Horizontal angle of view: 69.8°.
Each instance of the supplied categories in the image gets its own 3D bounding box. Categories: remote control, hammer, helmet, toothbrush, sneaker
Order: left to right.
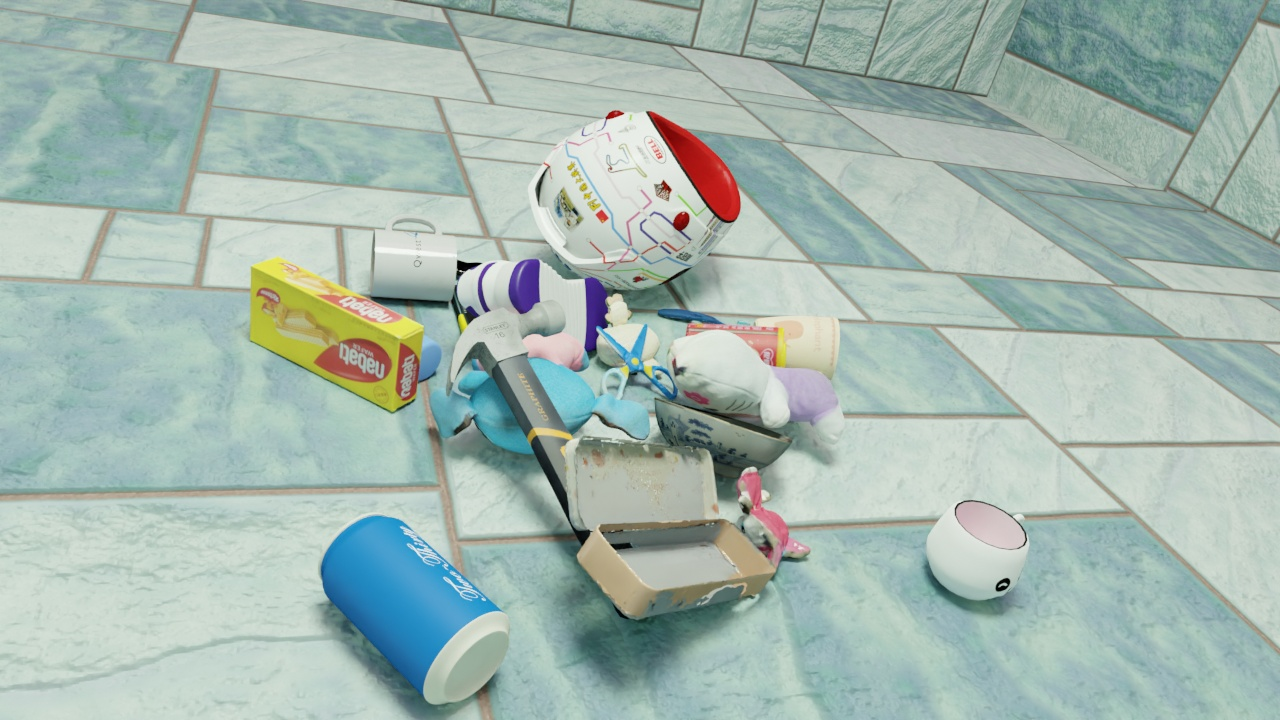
[{"bbox_3d":[-0.233,-0.124,1.224,0.140,0.021,0.045,16,19,-9],"label":"remote control"},{"bbox_3d":[-0.127,-0.063,1.090,0.111,0.091,0.244,1,-8,24],"label":"sneaker"},{"bbox_3d":[-0.068,0.084,0.828,0.139,0.035,0.312,-19,66,-33],"label":"hammer"},{"bbox_3d":[-0.015,-0.211,1.273,0.231,0.236,0.313,59,22,10],"label":"helmet"},{"bbox_3d":[0.088,-0.057,1.269,0.132,0.016,0.021,11,28,-6],"label":"toothbrush"}]

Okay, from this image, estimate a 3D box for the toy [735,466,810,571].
[{"bbox_3d":[0.114,0.156,0.886,0.065,0.050,0.102,-5,68,-52],"label":"toy"}]

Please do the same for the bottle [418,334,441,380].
[{"bbox_3d":[-0.284,-0.027,1.023,0.131,0.048,0.047,29,33,24],"label":"bottle"}]

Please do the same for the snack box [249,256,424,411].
[{"bbox_3d":[-0.322,-0.029,0.966,0.201,0.092,0.042,24,30,17],"label":"snack box"}]

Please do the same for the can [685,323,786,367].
[{"bbox_3d":[0.115,-0.010,1.121,0.124,0.067,0.066,3,28,9],"label":"can"}]

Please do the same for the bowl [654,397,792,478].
[{"bbox_3d":[0.078,0.086,0.956,0.151,0.057,0.150,18,1,0],"label":"bowl"}]

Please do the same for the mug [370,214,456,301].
[{"bbox_3d":[-0.286,-0.134,1.152,0.096,0.083,0.119,3,59,-20],"label":"mug"}]

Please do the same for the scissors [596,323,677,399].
[{"bbox_3d":[-0.011,0.008,1.079,0.125,0.014,0.130,45,50,0],"label":"scissors"}]

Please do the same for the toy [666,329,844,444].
[{"bbox_3d":[0.127,0.027,1.020,0.209,0.085,0.137,19,8,-22],"label":"toy"}]

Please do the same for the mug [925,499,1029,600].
[{"bbox_3d":[0.338,0.185,0.903,0.123,0.076,0.090,-12,39,-38],"label":"mug"}]

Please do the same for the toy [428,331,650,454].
[{"bbox_3d":[-0.103,0.029,0.956,0.224,0.099,0.191,0,27,-6],"label":"toy"}]

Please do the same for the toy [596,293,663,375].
[{"bbox_3d":[-0.016,-0.023,1.126,0.087,0.050,0.112,-13,64,-38],"label":"toy"}]

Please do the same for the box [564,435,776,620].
[{"bbox_3d":[0.024,0.138,0.776,0.216,0.071,0.156,11,56,-55],"label":"box"}]

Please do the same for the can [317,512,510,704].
[{"bbox_3d":[-0.169,0.182,0.684,0.146,0.079,0.078,33,34,29],"label":"can"}]

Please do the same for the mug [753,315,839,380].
[{"bbox_3d":[0.195,-0.006,1.177,0.104,0.085,0.111,6,59,2],"label":"mug"}]

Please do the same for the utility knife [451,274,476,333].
[{"bbox_3d":[-0.226,-0.075,1.163,0.028,0.020,0.233,3,28,-24],"label":"utility knife"}]
